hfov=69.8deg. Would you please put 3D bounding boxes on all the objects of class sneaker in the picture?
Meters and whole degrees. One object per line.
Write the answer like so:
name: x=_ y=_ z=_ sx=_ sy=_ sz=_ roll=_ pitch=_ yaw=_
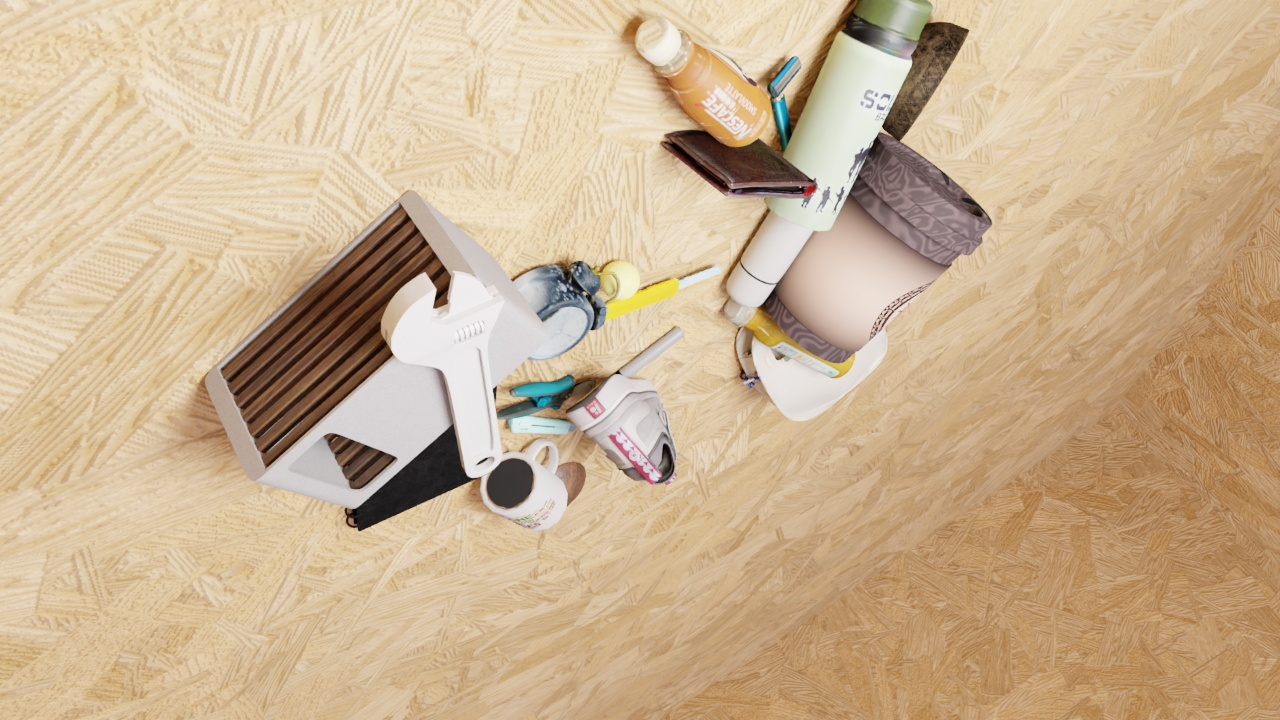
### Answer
sneaker: x=0.001 y=0.094 z=1.088 sx=0.097 sy=0.128 sz=0.263 roll=-38 pitch=168 yaw=3

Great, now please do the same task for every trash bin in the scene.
trash bin: x=-0.211 y=-0.003 z=0.742 sx=0.229 sy=0.114 sz=0.114 roll=-41 pitch=151 yaw=5

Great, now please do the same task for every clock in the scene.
clock: x=-0.079 y=-0.051 z=0.884 sx=0.129 sy=0.052 sz=0.090 roll=-29 pitch=150 yaw=-10

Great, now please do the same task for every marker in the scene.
marker: x=-0.006 y=0.006 z=1.090 sx=0.140 sy=0.016 sz=0.016 roll=-37 pitch=151 yaw=-2

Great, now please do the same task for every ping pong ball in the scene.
ping pong ball: x=-0.021 y=-0.081 z=0.924 sx=0.040 sy=0.040 sz=0.040 roll=-28 pitch=150 yaw=-18

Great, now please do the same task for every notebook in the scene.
notebook: x=-0.227 y=0.080 z=0.944 sx=0.168 sy=0.019 sz=0.232 roll=-23 pitch=148 yaw=-29

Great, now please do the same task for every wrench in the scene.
wrench: x=-0.144 y=0.026 z=0.720 sx=0.086 sy=0.018 sz=0.274 roll=-26 pitch=150 yaw=-21

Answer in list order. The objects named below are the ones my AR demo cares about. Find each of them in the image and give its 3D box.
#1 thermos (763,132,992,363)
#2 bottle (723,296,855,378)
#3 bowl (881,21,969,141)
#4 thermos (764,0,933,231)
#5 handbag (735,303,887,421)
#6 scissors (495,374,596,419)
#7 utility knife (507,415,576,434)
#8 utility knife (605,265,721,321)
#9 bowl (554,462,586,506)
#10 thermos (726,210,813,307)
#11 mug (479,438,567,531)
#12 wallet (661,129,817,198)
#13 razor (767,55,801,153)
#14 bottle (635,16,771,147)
thermos: x=0.260 y=-0.120 z=1.054 sx=0.172 sy=0.172 sz=0.227 roll=1 pitch=135 yaw=-49
bottle: x=0.186 y=-0.033 z=1.146 sx=0.186 sy=0.053 sz=0.053 roll=24 pitch=117 yaw=-28
bowl: x=0.270 y=-0.289 z=0.921 sx=0.121 sy=0.056 sz=0.121 roll=-59 pitch=177 yaw=-6
thermos: x=0.198 y=-0.245 z=0.885 sx=0.082 sy=0.082 sz=0.232 roll=-9 pitch=131 yaw=-42
handbag: x=0.218 y=-0.031 z=1.238 sx=0.200 sy=0.093 sz=0.199 roll=-38 pitch=131 yaw=-1
scissors: x=-0.105 y=0.042 z=1.023 sx=0.148 sy=0.019 sz=0.132 roll=-39 pitch=157 yaw=-12
utility knife: x=-0.113 y=0.075 z=1.072 sx=0.119 sy=0.015 sz=0.022 roll=11 pitch=93 yaw=-56
utility knife: x=0.005 y=-0.067 z=0.995 sx=0.206 sy=0.018 sz=0.031 roll=-19 pitch=152 yaw=-22
bowl: x=-0.115 y=0.181 z=1.207 sx=0.114 sy=0.026 sz=0.102 roll=-34 pitch=151 yaw=-8
thermos: x=0.167 y=-0.154 z=1.019 sx=0.052 sy=0.052 sz=0.225 roll=-6 pitch=138 yaw=-44
mug: x=-0.131 y=0.144 z=1.100 sx=0.105 sy=0.073 sz=0.089 roll=-61 pitch=154 yaw=-12
wallet: x=0.091 y=-0.180 z=0.848 sx=0.119 sy=0.099 sz=0.031 roll=-10 pitch=134 yaw=-41
razor: x=0.141 y=-0.240 z=0.902 sx=0.042 sy=0.022 sz=0.144 roll=-50 pitch=158 yaw=-9
bottle: x=0.051 y=-0.234 z=0.766 sx=0.059 sy=0.059 sz=0.167 roll=-47 pitch=150 yaw=16
